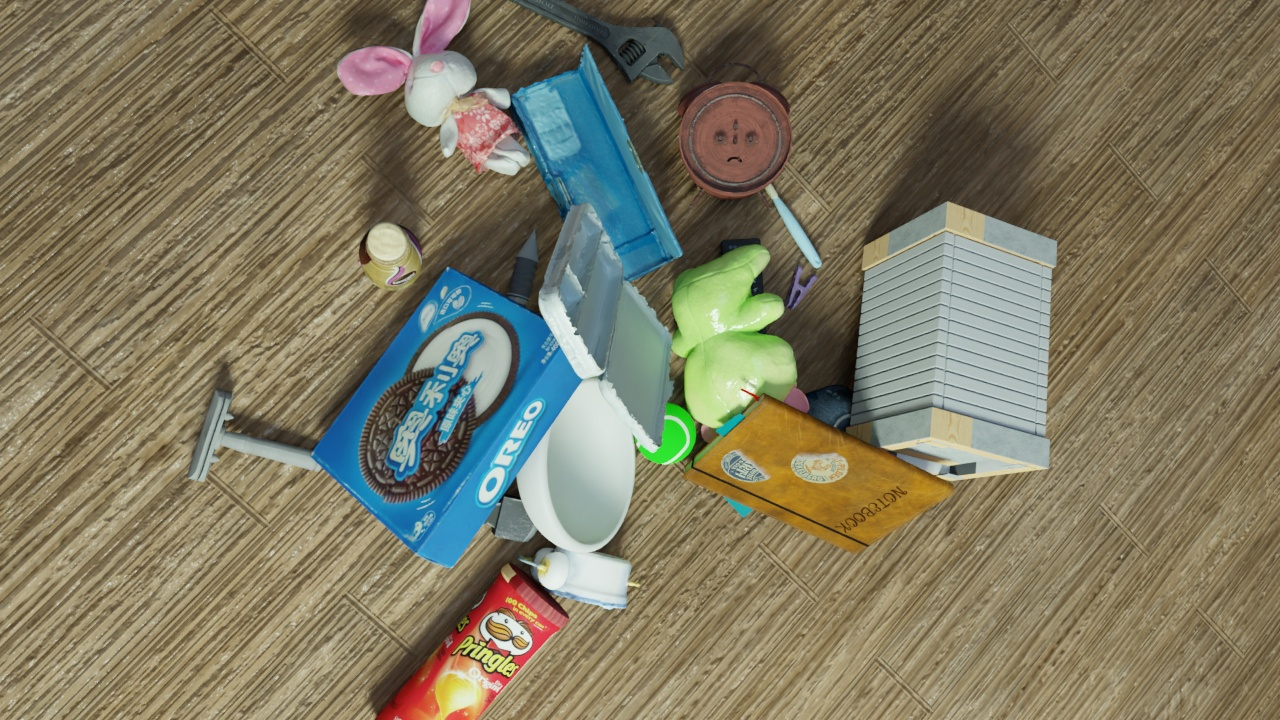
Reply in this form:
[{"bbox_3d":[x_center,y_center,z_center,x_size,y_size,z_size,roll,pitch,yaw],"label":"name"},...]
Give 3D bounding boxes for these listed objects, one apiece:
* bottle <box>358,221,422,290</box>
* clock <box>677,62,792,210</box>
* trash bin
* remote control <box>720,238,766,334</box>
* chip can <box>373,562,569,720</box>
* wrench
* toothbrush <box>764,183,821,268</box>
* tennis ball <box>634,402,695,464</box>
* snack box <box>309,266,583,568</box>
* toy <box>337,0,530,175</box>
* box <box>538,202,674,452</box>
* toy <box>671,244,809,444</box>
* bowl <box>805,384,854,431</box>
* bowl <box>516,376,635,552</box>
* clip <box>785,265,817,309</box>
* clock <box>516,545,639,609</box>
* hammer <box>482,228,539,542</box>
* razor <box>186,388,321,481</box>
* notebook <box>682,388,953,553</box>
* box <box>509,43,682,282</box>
[{"bbox_3d":[-0.237,-0.102,0.866,0.059,0.166,0.059,0,89,-13],"label":"bottle"},{"bbox_3d":[0.100,-0.244,0.984,0.120,0.072,0.157,2,88,2],"label":"clock"},{"bbox_3d":[0.329,-0.012,0.976,0.142,0.143,0.246,15,73,-18],"label":"trash bin"},{"bbox_3d":[0.114,-0.060,1.024,0.047,0.022,0.150,-4,92,-14],"label":"remote control"},{"bbox_3d":[-0.173,0.312,0.920,0.087,0.087,0.213,43,82,-9],"label":"chip can"},{"bbox_3d":[-0.078,-0.370,0.983,0.273,0.018,0.073,23,84,-10],"label":"wrench"},{"bbox_3d":[0.162,-0.171,1.037,0.022,0.016,0.155,-35,97,-11],"label":"toothbrush"},{"bbox_3d":[0.026,0.078,0.978,0.065,0.065,0.065,0,89,-13],"label":"tennis ball"},{"bbox_3d":[-0.181,0.045,0.872,0.238,0.196,0.056,-56,142,-7],"label":"snack box"},{"bbox_3d":[-0.189,-0.263,0.923,0.159,0.084,0.194,-41,97,-16],"label":"toy"},{"bbox_3d":[-0.027,-0.036,0.856,0.045,0.209,0.191,-24,120,20],"label":"box"},{"bbox_3d":[0.091,-0.012,0.955,0.107,0.150,0.196,-1,75,-52],"label":"toy"},{"bbox_3d":[0.224,0.083,1.030,0.110,0.055,0.110,0,90,-13],"label":"bowl"},{"bbox_3d":[-0.075,0.103,0.927,0.066,0.176,0.176,-3,90,29],"label":"bowl"},{"bbox_3d":[0.185,-0.082,1.044,0.043,0.014,0.051,4,86,-16],"label":"clip"},{"bbox_3d":[-0.067,0.220,0.944,0.125,0.089,0.052,16,80,-14],"label":"clock"},{"bbox_3d":[-0.148,0.020,0.954,0.156,0.043,0.322,14,84,-13],"label":"hammer"},{"bbox_3d":[-0.370,0.086,0.901,0.116,0.047,0.088,18,85,-20],"label":"razor"},{"bbox_3d":[0.173,0.128,0.975,0.249,0.179,0.014,25,47,-15],"label":"notebook"},{"bbox_3d":[-0.043,-0.192,0.941,0.094,0.112,0.231,-25,95,-13],"label":"box"}]
